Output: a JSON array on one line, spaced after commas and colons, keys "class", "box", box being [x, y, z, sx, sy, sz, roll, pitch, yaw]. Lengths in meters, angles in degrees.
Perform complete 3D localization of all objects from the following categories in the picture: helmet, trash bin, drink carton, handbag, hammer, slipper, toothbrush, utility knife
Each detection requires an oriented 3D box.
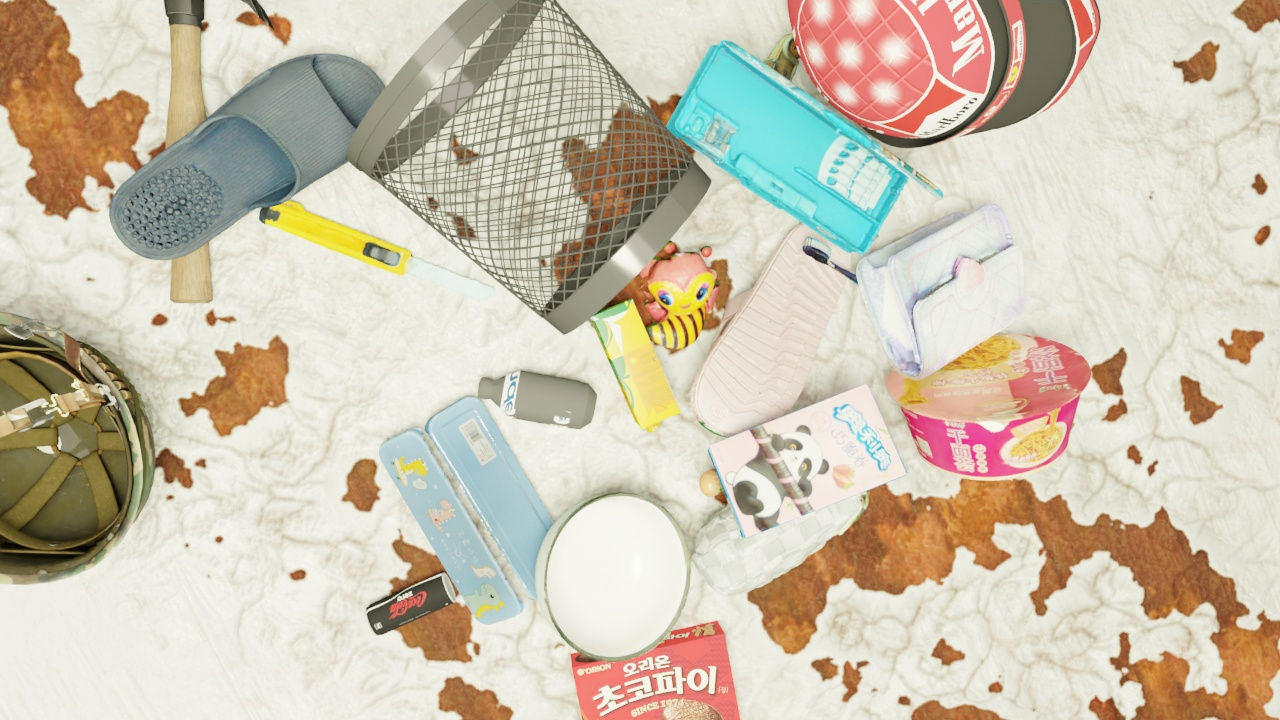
[{"class": "helmet", "box": [0.247, -0.299, 0.794, 0.271, 0.198, 0.224, 50, 59, -4]}, {"class": "trash bin", "box": [-0.086, -0.167, 0.780, 0.227, 0.218, 0.217, 43, 88, -11]}, {"class": "drink carton", "box": [-0.005, 0.005, 0.874, 0.041, 0.058, 0.122, -23, 96, -5]}, {"class": "handbag", "box": [0.118, 0.142, 0.875, 0.171, 0.112, 0.123, -34, 87, -3]}, {"class": "hammer", "box": [-0.403, -0.204, 0.828, 0.132, 0.040, 0.305, 1, 95, -3]}, {"class": "helmet", "box": [-0.500, 0.068, 0.730, 0.192, 0.236, 0.224, -31, 107, -9]}, {"class": "handbag", "box": [0.297, -0.067, 0.880, 0.158, 0.069, 0.126, -27, 99, -25]}, {"class": "slipper", "box": [-0.332, -0.179, 0.787, 0.263, 0.082, 0.101, -38, 114, -14]}, {"class": "toothbrush", "box": [0.232, -0.072, 0.897, 0.189, 0.016, 0.017, 26, 62, -23]}, {"class": "slipper", "box": [0.125, -0.027, 0.887, 0.094, 0.064, 0.239, 35, 72, -10]}, {"class": "utility knife", "box": [-0.247, -0.103, 0.864, 0.227, 0.019, 0.030, 20, 100, -10]}]

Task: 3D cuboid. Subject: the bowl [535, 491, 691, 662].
[{"class": "bowl", "box": [-0.034, 0.200, 0.864, 0.153, 0.073, 0.153, 4, 82, -30]}]

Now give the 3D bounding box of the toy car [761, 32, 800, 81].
[{"class": "toy car", "box": [0.118, -0.265, 0.874, 0.047, 0.047, 0.112, 21, 91, -12]}]

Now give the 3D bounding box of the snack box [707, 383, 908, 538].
[{"class": "snack box", "box": [0.146, 0.089, 0.810, 0.154, 0.033, 0.088, -21, 79, -1]}]

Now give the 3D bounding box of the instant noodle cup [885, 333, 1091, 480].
[{"class": "instant noodle cup", "box": [0.328, 0.046, 0.868, 0.178, 0.178, 0.078, -16, 113, -5]}]

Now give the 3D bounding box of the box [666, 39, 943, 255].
[{"class": "box", "box": [0.152, -0.187, 0.807, 0.226, 0.117, 0.097, 29, 88, -19]}]

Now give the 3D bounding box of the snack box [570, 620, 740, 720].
[{"class": "snack box", "box": [0.018, 0.344, 0.912, 0.152, 0.036, 0.132, -11, 95, -6]}]

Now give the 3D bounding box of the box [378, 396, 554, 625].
[{"class": "box", "box": [-0.155, 0.147, 0.874, 0.122, 0.047, 0.209, -30, 96, -3]}]

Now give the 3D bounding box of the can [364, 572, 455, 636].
[{"class": "can", "box": [-0.220, 0.234, 0.879, 0.080, 0.031, 0.031, -23, 96, -4]}]

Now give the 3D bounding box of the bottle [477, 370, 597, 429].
[{"class": "bottle", "box": [-0.098, 0.036, 0.872, 0.112, 0.047, 0.047, 10, 93, -7]}]

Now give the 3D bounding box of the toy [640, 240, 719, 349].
[{"class": "toy", "box": [0.038, -0.063, 0.882, 0.084, 0.046, 0.103, 1, 105, -29]}]
